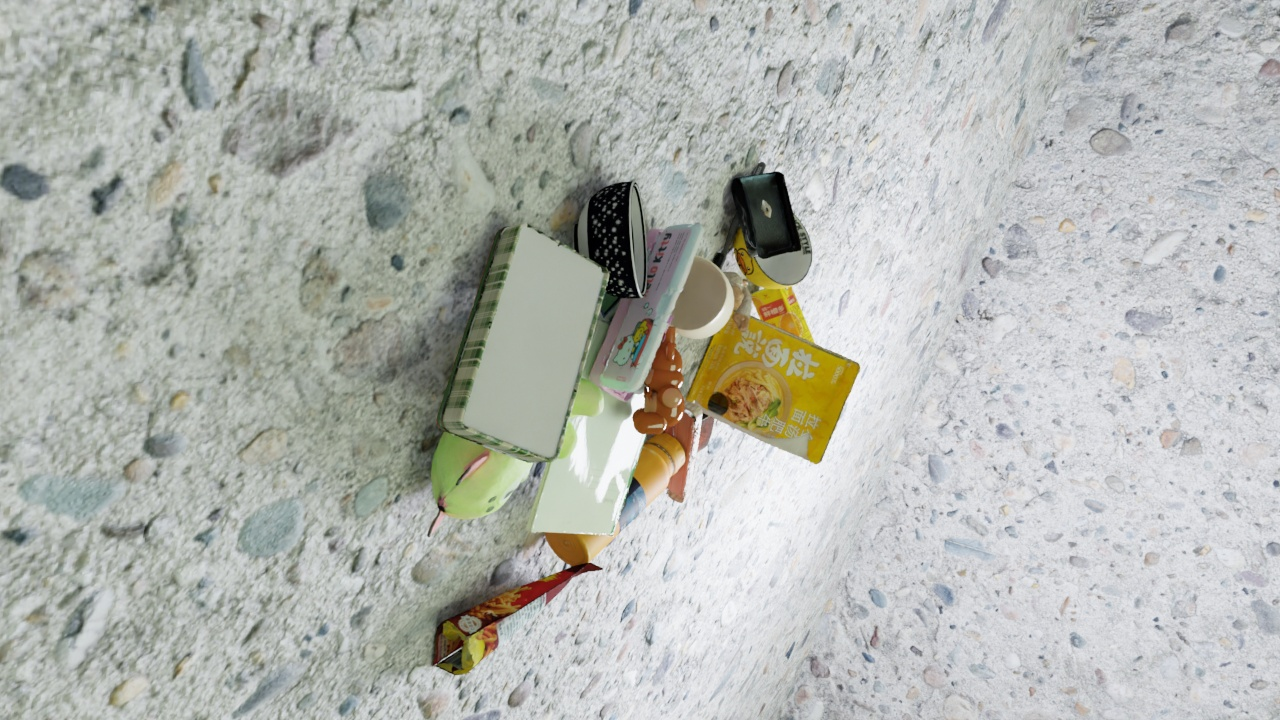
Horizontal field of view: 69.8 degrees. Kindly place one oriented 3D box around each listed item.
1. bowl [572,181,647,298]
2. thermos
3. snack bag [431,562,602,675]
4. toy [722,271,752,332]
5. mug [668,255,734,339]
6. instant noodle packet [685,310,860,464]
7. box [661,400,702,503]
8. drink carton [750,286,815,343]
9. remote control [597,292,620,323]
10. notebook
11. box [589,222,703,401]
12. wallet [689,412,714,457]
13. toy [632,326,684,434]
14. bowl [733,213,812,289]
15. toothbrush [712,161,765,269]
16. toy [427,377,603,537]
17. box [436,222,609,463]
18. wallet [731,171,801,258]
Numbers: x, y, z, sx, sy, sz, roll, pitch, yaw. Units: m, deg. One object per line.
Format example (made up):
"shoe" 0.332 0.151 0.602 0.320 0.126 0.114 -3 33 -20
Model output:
"bowl" -0.033 -0.123 0.953 0.120 0.066 0.120 -2 89 -82
"thermos" -0.032 0.185 1.256 0.231 0.076 0.092 -38 -179 -41
"snack bag" -0.152 0.313 1.132 0.207 0.066 0.139 -19 164 -44
"toy" 0.115 -0.089 1.282 0.105 0.085 0.074 -58 139 -58
"mug" 0.062 -0.067 1.166 0.120 0.096 0.099 -49 165 3
"instant noodle packet" 0.199 0.037 1.364 0.084 0.222 0.163 9 105 -59
"box" 0.049 0.127 1.342 0.041 0.082 0.187 -36 145 -41
"drink carton" 0.227 -0.054 1.436 0.042 0.059 0.134 -29 97 -52
"remote control" -0.028 -0.046 1.092 0.049 0.024 0.143 -49 146 -19
"notebook" -0.042 0.089 1.105 0.181 0.010 0.252 20 88 -58
"box" 0.003 -0.058 1.033 0.146 0.077 0.201 100 11 -81
"wallet" 0.075 0.126 1.449 0.122 0.019 0.072 -24 134 -52
"toy" 0.022 0.023 1.106 0.095 0.065 0.128 -154 -115 -79
"bowl" 0.178 -0.154 1.301 0.117 0.068 0.117 8 75 -32
"toothbrush" 0.135 -0.196 1.268 0.013 0.013 0.167 18 98 -56
"toy" -0.140 0.082 0.937 0.196 0.107 0.151 -23 158 -40
"box" -0.107 -0.016 0.852 0.117 0.051 0.205 24 70 -36
"wallet" 0.171 -0.197 1.243 0.089 0.026 0.115 -16 94 -37
